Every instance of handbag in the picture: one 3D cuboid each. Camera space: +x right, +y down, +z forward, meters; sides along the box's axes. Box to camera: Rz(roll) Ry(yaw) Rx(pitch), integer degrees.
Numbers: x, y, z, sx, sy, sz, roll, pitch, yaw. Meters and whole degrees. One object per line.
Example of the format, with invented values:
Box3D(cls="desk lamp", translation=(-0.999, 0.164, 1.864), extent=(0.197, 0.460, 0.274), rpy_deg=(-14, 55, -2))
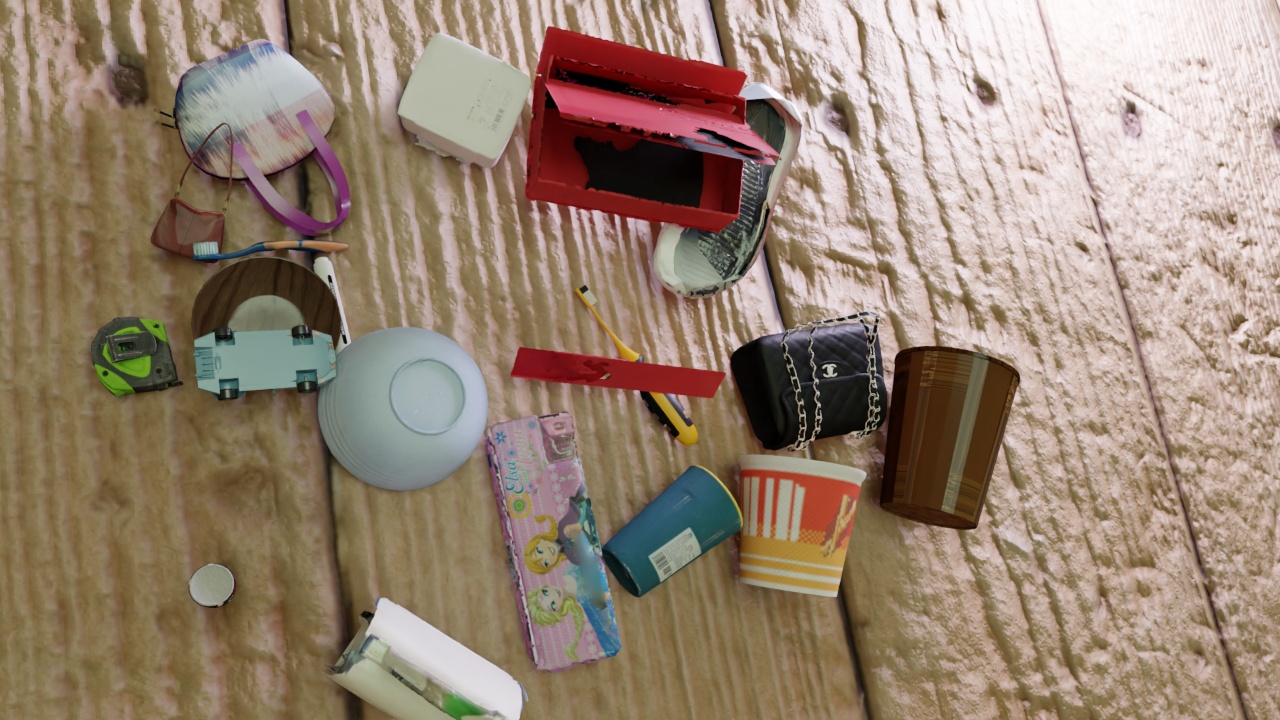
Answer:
Box3D(cls="handbag", translation=(-0.157, 0.249, 0.711), extent=(0.151, 0.176, 0.073), rpy_deg=(35, 64, -9))
Box3D(cls="handbag", translation=(-0.375, -0.147, 0.789), extent=(0.055, 0.029, 0.119), rpy_deg=(18, 94, -22))
Box3D(cls="handbag", translation=(0.191, 0.025, 0.952), extent=(0.153, 0.115, 0.125), rpy_deg=(-8, 81, -28))
Box3D(cls="handbag", translation=(-0.330, -0.191, 0.833), extent=(0.144, 0.068, 0.170), rpy_deg=(-38, 98, -27))

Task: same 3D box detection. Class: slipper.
Box3D(cls="slipper", translation=(0.093, -0.176, 0.990), extent=(0.111, 0.063, 0.263), rpy_deg=(28, 76, -15))

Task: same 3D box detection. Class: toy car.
Box3D(cls="toy car", translation=(-0.311, 0.003, 0.762), extent=(0.107, 0.028, 0.060), rpy_deg=(-4, 77, -28))

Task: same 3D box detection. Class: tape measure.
Box3D(cls="tape measure", translation=(-0.417, -0.004, 0.753), extent=(0.058, 0.036, 0.065), rpy_deg=(-19, 84, -25))

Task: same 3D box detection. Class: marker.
Box3D(cls="marker", translation=(-0.273, -0.031, 0.831), extent=(0.020, 0.017, 0.133), rpy_deg=(-8, 78, -45))

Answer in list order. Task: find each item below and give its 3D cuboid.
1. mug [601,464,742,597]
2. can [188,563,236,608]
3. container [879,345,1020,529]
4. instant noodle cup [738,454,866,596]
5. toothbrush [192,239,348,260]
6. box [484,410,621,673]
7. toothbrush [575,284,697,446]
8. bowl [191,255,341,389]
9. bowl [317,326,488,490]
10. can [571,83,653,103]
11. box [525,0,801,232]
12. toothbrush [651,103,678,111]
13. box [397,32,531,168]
Box3D(cls="mug", translation=(0.027, 0.165, 0.869), extent=(0.121, 0.078, 0.078), rpy_deg=(-35, 90, -22))
Box3D(cls="can", translation=(-0.332, 0.176, 0.713), extent=(0.031, 0.081, 0.031), rpy_deg=(6, 73, -21))
Box3D(cls="container", translation=(0.325, 0.087, 0.987), extent=(0.132, 0.132, 0.167), rpy_deg=(21, 74, -16))
Box3D(cls="instant noodle cup", translation=(0.151, 0.163, 0.899), extent=(0.123, 0.124, 0.121), rpy_deg=(12, 79, -19))
Box3D(cls="toothbrush", translation=(-0.325, -0.101, 0.814), extent=(0.134, 0.022, 0.017), rpy_deg=(-10, 102, -37))
Box3D(cls="box", translation=(-0.077, 0.161, 0.831), extent=(0.084, 0.063, 0.230), rpy_deg=(-9, 79, -24))
Box3D(cls="toothbrush", translation=(-0.005, 0.005, 0.925), extent=(0.031, 0.031, 0.196), rpy_deg=(-37, 87, -2))
Box3D(cls="bowl", translation=(-0.324, -0.030, 0.800), extent=(0.119, 0.032, 0.119), rpy_deg=(6, 73, -21))
Box3D(cls="bowl", translation=(-0.196, 0.036, 0.799), extent=(0.150, 0.075, 0.150), rpy_deg=(7, 76, -29))
Box3D(cls="can", translation=(-0.039, -0.291, 0.970), extent=(0.104, 0.068, 0.067), rpy_deg=(-26, 86, -26))
Box3D(cls="box", translation=(0.030, -0.335, 0.850), extent=(0.212, 0.128, 0.426), rpy_deg=(8, 111, -17))
Box3D(cls="toothbrush", translation=(-0.008, -0.261, 1.004), extent=(0.186, 0.016, 0.015), rpy_deg=(-36, 91, -27))
Box3D(cls="box", translation=(-0.177, -0.249, 0.921), extent=(0.108, 0.102, 0.102), rpy_deg=(24, 85, -9))
